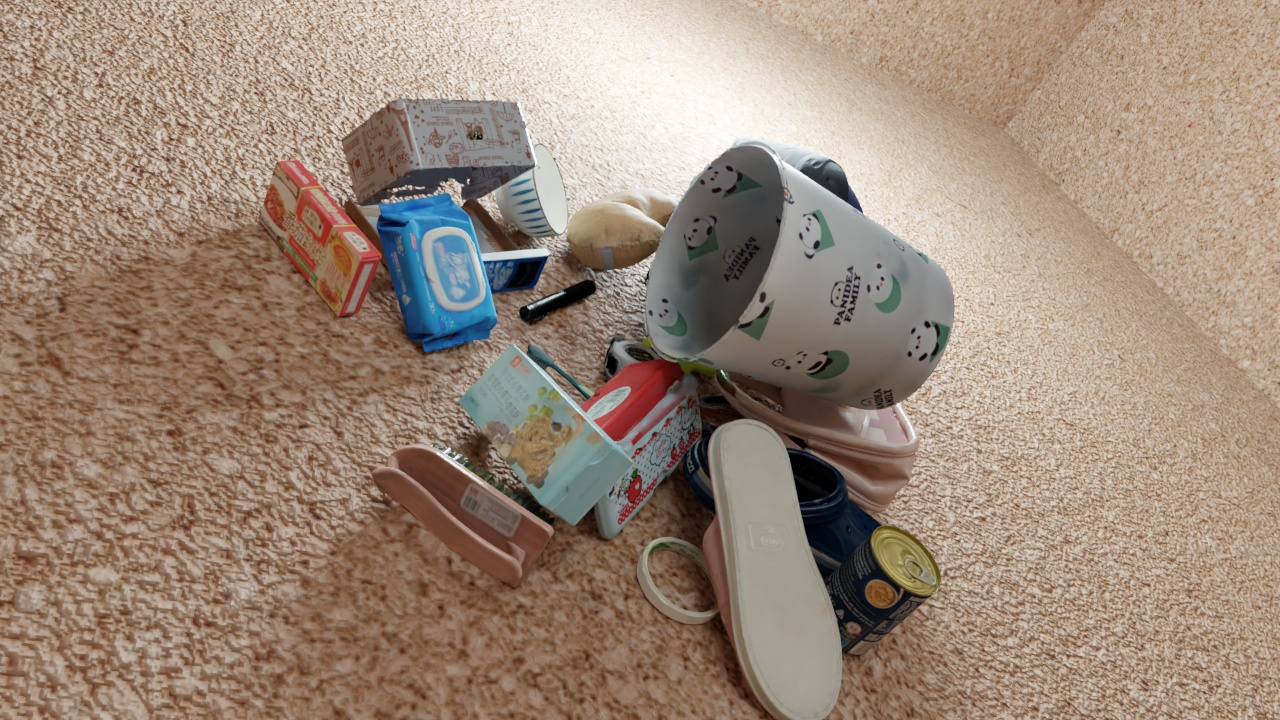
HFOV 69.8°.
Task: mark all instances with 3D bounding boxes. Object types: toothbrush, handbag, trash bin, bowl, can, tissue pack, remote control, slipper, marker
[{"bbox_3d":[-0.046,0.047,0.958,0.191,0.018,0.016,39,36,6],"label":"toothbrush"},{"bbox_3d":[0.191,0.062,1.057,0.234,0.093,0.193,22,21,-4],"label":"handbag"},{"bbox_3d":[0.170,-0.070,0.952,0.251,0.230,0.229,20,34,-27],"label":"trash bin"},{"bbox_3d":[-0.141,-0.207,1.148,0.066,0.116,0.116,-11,31,14],"label":"bowl"},{"bbox_3d":[0.216,0.218,0.862,0.075,0.111,0.075,21,36,-17],"label":"can"},{"bbox_3d":[-0.202,-0.091,0.920,0.094,0.052,0.157,-18,93,-48],"label":"tissue pack"},{"bbox_3d":[-0.156,-0.100,1.027,0.124,0.049,0.024,-12,50,-48],"label":"remote control"},{"bbox_3d":[0.110,0.186,0.825,0.114,0.055,0.274,1,66,-29],"label":"slipper"},{"bbox_3d":[0.163,0.137,0.932,0.252,0.095,0.104,28,35,-15],"label":"slipper"},{"bbox_3d":[-0.094,-0.070,1.067,0.022,0.020,0.131,55,35,3],"label":"marker"}]

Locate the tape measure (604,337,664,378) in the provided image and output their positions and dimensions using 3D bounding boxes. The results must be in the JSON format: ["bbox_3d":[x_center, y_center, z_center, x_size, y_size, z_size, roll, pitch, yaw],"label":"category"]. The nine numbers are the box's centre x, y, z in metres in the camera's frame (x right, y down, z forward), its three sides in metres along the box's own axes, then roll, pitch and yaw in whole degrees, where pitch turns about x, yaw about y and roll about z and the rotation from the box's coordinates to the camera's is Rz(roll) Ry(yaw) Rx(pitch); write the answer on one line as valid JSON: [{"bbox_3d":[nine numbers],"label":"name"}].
[{"bbox_3d":[-0.006,0.006,1.016,0.065,0.034,0.066,17,24,-9],"label":"tape measure"}]

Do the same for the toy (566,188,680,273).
[{"bbox_3d":[-0.014,-0.184,1.205,0.143,0.083,0.225,6,28,17],"label":"toy"}]

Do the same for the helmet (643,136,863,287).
[{"bbox_3d":[0.164,-0.137,1.171,0.240,0.248,0.314,33,40,-1],"label":"helmet"}]

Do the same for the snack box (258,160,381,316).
[{"bbox_3d":[-0.314,-0.120,0.893,0.153,0.075,0.025,46,34,20],"label":"snack box"}]

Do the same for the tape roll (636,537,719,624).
[{"bbox_3d":[0.037,0.197,0.826,0.085,0.014,0.085,22,34,-16],"label":"tape roll"}]

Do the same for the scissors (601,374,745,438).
[{"bbox_3d":[0.065,0.063,1.026,0.225,0.015,0.188,36,30,14],"label":"scissors"}]

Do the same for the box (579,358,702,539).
[{"bbox_3d":[-0.011,0.084,0.892,0.200,0.095,0.101,-42,116,-49],"label":"box"}]

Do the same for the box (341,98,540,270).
[{"bbox_3d":[-0.218,-0.175,1.026,0.182,0.155,0.185,-14,87,-45],"label":"box"}]

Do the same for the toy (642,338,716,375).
[{"bbox_3d":[0.049,-0.007,1.094,0.097,0.031,0.099,31,33,1],"label":"toy"}]

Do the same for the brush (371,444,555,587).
[{"bbox_3d":[-0.143,0.118,0.732,0.145,0.063,0.073,35,22,4],"label":"brush"}]

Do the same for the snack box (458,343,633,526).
[{"bbox_3d":[-0.086,0.060,0.793,0.175,0.074,0.051,41,-3,45],"label":"snack box"}]
